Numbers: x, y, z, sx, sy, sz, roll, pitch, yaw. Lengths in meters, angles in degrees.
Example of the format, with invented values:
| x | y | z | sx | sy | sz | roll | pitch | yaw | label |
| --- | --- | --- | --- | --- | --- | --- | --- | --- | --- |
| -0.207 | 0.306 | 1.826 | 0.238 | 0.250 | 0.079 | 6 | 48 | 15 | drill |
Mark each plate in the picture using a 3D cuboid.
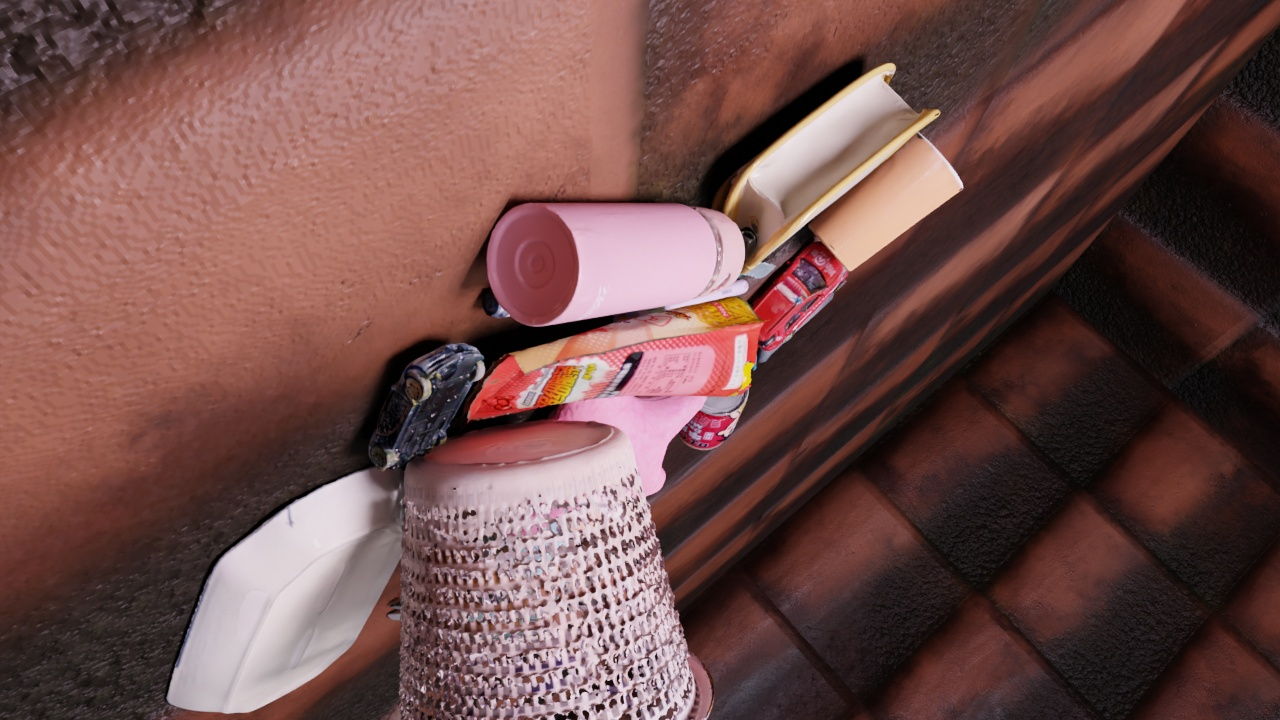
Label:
| x | y | z | sx | sy | sz | roll | pitch | yaw | label |
| --- | --- | --- | --- | --- | --- | --- | --- | --- | --- |
| -0.238 | 0.175 | 0.653 | 0.161 | 0.034 | 0.266 | -19 | 151 | -50 | plate |

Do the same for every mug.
| x | y | z | sx | sy | sz | roll | pitch | yaw | label |
| --- | --- | --- | --- | --- | --- | --- | --- | --- | --- |
| 0.217 | -0.142 | 0.829 | 0.123 | 0.078 | 0.078 | -42 | 162 | 14 | mug |

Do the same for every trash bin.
| x | y | z | sx | sy | sz | roll | pitch | yaw | label |
| --- | --- | --- | --- | --- | --- | --- | --- | --- | --- |
| -0.072 | 0.148 | 0.620 | 0.227 | 0.192 | 0.227 | -6 | -172 | 1 | trash bin |

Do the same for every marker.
| x | y | z | sx | sy | sz | roll | pitch | yaw | label |
| --- | --- | --- | --- | --- | --- | --- | --- | --- | --- |
| -0.051 | -0.042 | 0.582 | 0.130 | 0.018 | 0.023 | -17 | 130 | -54 | marker |

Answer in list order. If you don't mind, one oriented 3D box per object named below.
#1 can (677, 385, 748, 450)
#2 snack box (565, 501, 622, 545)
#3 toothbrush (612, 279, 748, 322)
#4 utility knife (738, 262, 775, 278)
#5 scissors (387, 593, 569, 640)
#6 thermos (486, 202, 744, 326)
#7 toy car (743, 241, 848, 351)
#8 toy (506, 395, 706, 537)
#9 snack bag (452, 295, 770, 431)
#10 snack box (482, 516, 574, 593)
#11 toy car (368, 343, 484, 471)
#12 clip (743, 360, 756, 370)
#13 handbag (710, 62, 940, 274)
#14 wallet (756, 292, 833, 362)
| x | y | z | sx | sy | sz | roll | pitch | yaw | label |
| --- | --- | --- | --- | --- | --- | --- | --- | --- | --- |
| 0.072 | 0.048 | 0.956 | 0.066 | 0.066 | 0.094 | -35 | 160 | -23 | can |
| -0.044 | 0.153 | 1.015 | 0.157 | 0.026 | 0.084 | -39 | 162 | -9 | snack box |
| 0.040 | -0.049 | 0.755 | 0.021 | 0.029 | 0.188 | -6 | -171 | 37 | toothbrush |
| 0.073 | -0.080 | 0.760 | 0.029 | 0.013 | 0.208 | -50 | 160 | 21 | utility knife |
| -0.153 | 0.249 | 0.876 | 0.177 | 0.019 | 0.169 | -2 | 150 | -1 | scissors |
| -0.009 | -0.057 | 0.564 | 0.087 | 0.067 | 0.198 | -44 | 164 | 30 | thermos |
| 0.148 | -0.062 | 0.890 | 0.121 | 0.053 | 0.045 | -47 | 164 | 11 | toy car |
| -0.031 | 0.063 | 0.749 | 0.194 | 0.074 | 0.179 | -18 | 134 | -22 | toy |
| -0.016 | 0.005 | 0.633 | 0.207 | 0.073 | 0.129 | -10 | 166 | -34 | snack bag |
| -0.109 | 0.178 | 0.864 | 0.051 | 0.074 | 0.175 | -34 | 160 | -26 | snack box |
| -0.130 | 0.025 | 0.547 | 0.048 | 0.031 | 0.106 | -25 | 157 | -51 | toy car |
| 0.121 | 0.004 | 1.045 | 0.048 | 0.014 | 0.057 | -36 | 160 | -13 | clip |
| 0.120 | -0.132 | 0.693 | 0.163 | 0.063 | 0.179 | -38 | 176 | -14 | handbag |
| 0.177 | -0.054 | 1.027 | 0.120 | 0.019 | 0.097 | -40 | 164 | -12 | wallet |
